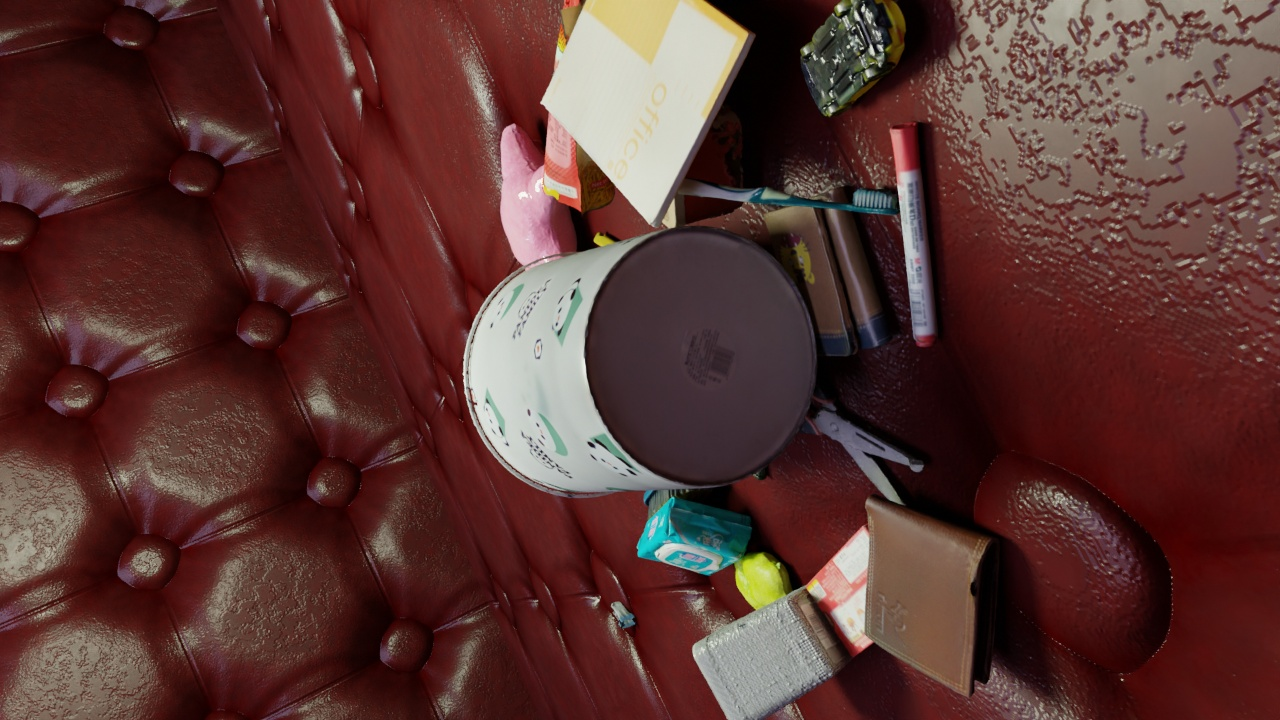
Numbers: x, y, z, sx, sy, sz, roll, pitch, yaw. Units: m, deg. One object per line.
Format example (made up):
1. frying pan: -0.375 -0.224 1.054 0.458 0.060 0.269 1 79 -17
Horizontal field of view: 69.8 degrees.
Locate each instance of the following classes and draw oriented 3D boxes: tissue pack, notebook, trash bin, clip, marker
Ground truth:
1. tissue pack: 0.055 0.192 0.986 0.134 0.093 0.050 121 163 -63
2. notebook: -0.005 -0.211 0.677 0.206 0.010 0.146 54 126 41
3. trash bin: -0.004 0.004 0.743 0.252 0.229 0.229 -10 103 67
4. clip: -0.030 0.405 1.459 0.058 0.025 0.036 -147 46 -60
5. marker: 0.174 -0.076 0.579 0.017 0.017 0.145 26 135 57

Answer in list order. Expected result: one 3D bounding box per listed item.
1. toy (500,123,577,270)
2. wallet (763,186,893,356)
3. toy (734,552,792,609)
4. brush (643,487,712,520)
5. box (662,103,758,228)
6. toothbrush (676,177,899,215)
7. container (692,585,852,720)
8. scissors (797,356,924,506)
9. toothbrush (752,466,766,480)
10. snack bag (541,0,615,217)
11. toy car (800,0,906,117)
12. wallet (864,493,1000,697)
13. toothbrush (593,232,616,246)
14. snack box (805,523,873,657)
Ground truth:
1. toy: -0.125 -0.175 1.058 0.178 0.074 0.195 33 137 56
2. wallet: 0.134 -0.061 0.664 0.090 0.033 0.115 -4 105 67
3. toy: 0.126 0.231 0.951 0.096 0.031 0.100 52 154 34
4. brush: 0.038 0.136 1.027 0.144 0.055 0.073 117 145 -61
5. box: 0.022 -0.184 0.746 0.168 0.078 0.091 50 153 47
6. toothbrush: 0.083 -0.117 0.632 0.192 0.016 0.018 12 115 27
7. container: 0.129 0.275 0.863 0.114 0.090 0.090 -37 73 22
8. scissors: 0.145 0.038 0.750 0.226 0.015 0.189 64 157 6
9. toothbrush: 0.070 0.068 0.945 0.186 0.012 0.017 40 140 46
10. snack bag: -0.061 -0.248 0.851 0.128 0.073 0.208 -96 5 -48
11. toy car: 0.129 -0.185 0.556 0.048 0.032 0.105 66 168 0
12. wallet: 0.208 0.169 0.673 0.101 0.032 0.125 18 117 49
13. toothbrush: 0.004 -0.100 0.923 0.190 0.015 0.017 36 138 50
14. snack box: 0.193 0.194 0.780 0.075 0.025 0.153 56 155 23
